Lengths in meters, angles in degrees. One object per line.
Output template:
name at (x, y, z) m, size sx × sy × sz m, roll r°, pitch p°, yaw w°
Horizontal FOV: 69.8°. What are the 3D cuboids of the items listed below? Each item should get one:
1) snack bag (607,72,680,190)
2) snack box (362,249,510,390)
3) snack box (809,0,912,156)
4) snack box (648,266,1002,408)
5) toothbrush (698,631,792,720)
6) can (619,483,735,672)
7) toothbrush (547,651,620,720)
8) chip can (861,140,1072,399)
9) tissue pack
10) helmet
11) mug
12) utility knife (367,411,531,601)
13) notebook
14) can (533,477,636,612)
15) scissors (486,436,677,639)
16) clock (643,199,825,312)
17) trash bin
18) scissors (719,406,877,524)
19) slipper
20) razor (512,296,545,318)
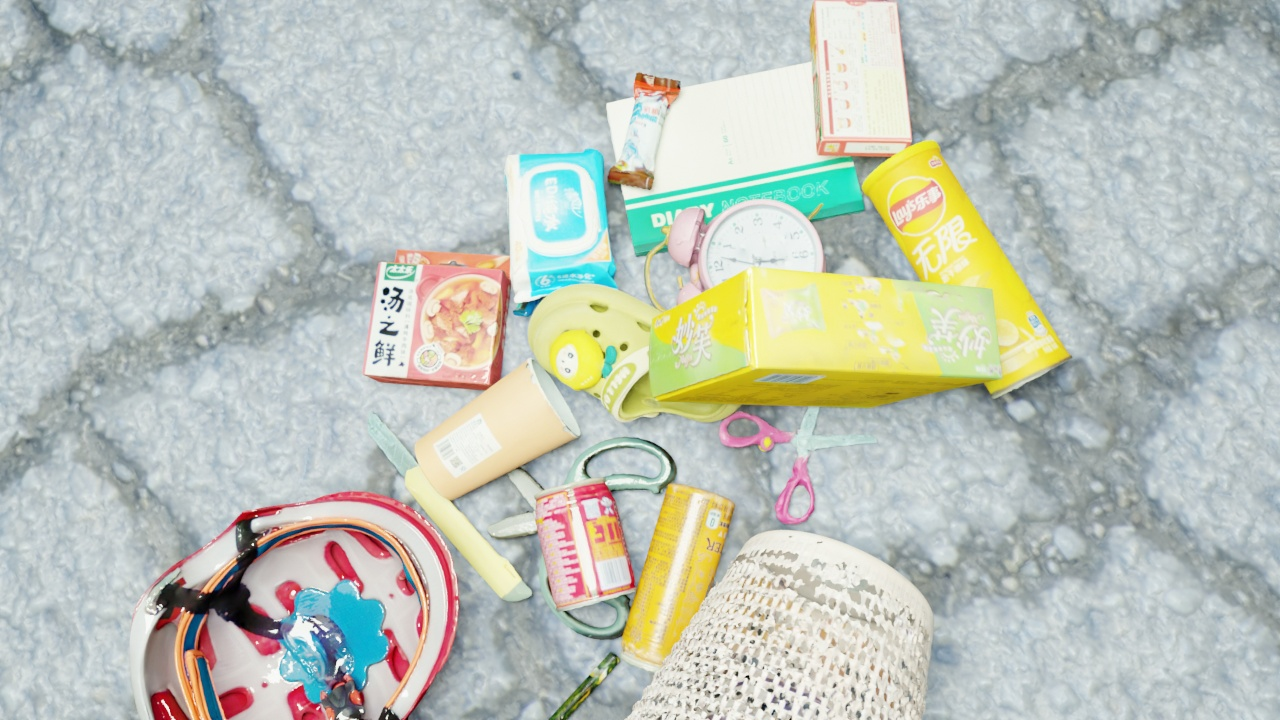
snack bag at (0.003, -0.204, 0.819) m, size 0.048 × 0.026 × 0.104 m, roll 15°, pitch 81°, yaw 19°
snack box at (-0.176, -0.041, 0.807) m, size 0.113 × 0.044 × 0.127 m, roll 4°, pitch 79°, yaw 6°
snack box at (0.191, -0.249, 0.805) m, size 0.077 × 0.027 × 0.155 m, roll 2°, pitch 66°, yaw 1°
snack box at (0.131, -0.010, 0.680) m, size 0.209 × 0.158 × 0.070 m, roll 2°, pitch 79°, yaw -23°
toothbrush at (0.105, 0.278, 0.736) m, size 0.014 × 0.016 × 0.189 m, roll -42°, pitch 78°, yaw -8°
can at (0.030, 0.175, 0.740) m, size 0.058 × 0.058 × 0.146 m, roll 16°, pitch 81°, yaw 8°
toothbrush at (-0.084, 0.309, 0.745) m, size 0.012 × 0.017 × 0.185 m, roll 43°, pitch 85°, yaw 14°
chip can at (0.267, -0.076, 0.762) m, size 0.072 × 0.072 × 0.213 m, roll -27°, pitch 78°, yaw -1°
tissue pack at (-0.070, -0.117, 0.795) m, size 0.090 × 0.063 × 0.140 m, roll -5°, pitch 72°, yaw -4°
helmet at (-0.253, 0.218, 0.718) m, size 0.239 × 0.144 × 0.207 m, roll -34°, pitch 78°, yaw -16°
mug at (-0.122, 0.062, 0.770) m, size 0.123 × 0.078 × 0.078 m, roll -32°, pitch 78°, yaw 3°
utility knife at (-0.170, 0.126, 0.786) m, size 0.213 × 0.022 × 0.031 m, roll 46°, pitch 105°, yaw 5°
notebook at (0.083, -0.184, 0.830) m, size 0.209 × 0.012 × 0.150 m, roll -11°, pitch 79°, yaw 2°
can at (-0.046, 0.145, 0.730) m, size 0.066 × 0.066 × 0.093 m, roll -15°, pitch 78°, yaw 2°
scissors at (-0.039, 0.151, 0.772) m, size 0.170 × 0.019 × 0.179 m, roll -18°, pitch 79°, yaw 0°
clock at (0.082, -0.078, 0.779) m, size 0.158 × 0.060 × 0.117 m, roll -8°, pitch 85°, yaw 4°
trash bin at (0.107, 0.237, 0.646) m, size 0.227 × 0.228 × 0.191 m, roll 25°, pitch 60°, yaw 9°
scissors at (0.134, 0.076, 0.774) m, size 0.133 × 0.017 × 0.135 m, roll -1°, pitch 76°, yaw 1°
slipper at (-0.004, 0.004, 0.749) m, size 0.190 × 0.081 × 0.092 m, roll 21°, pitch 120°, yaw -1°
razor at (-0.037, -0.038, 0.805) m, size 0.143 × 0.022 × 0.042 m, roll 11°, pitch 51°, yaw 10°
